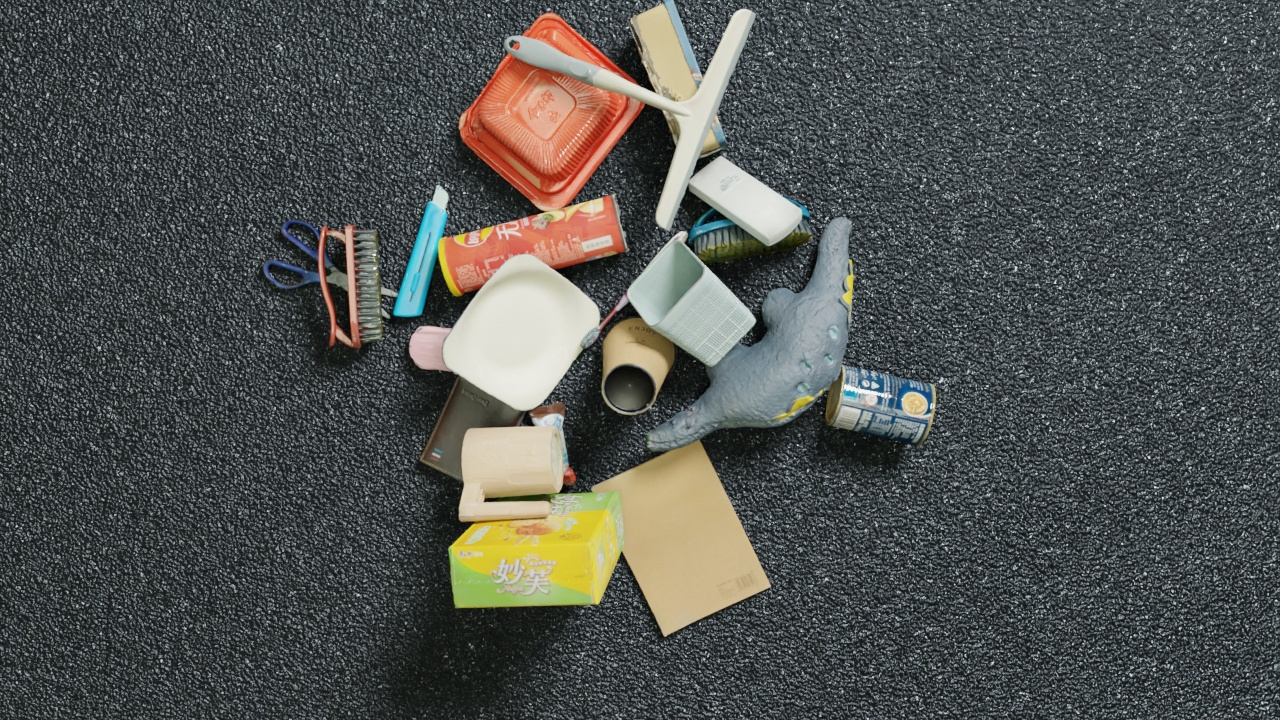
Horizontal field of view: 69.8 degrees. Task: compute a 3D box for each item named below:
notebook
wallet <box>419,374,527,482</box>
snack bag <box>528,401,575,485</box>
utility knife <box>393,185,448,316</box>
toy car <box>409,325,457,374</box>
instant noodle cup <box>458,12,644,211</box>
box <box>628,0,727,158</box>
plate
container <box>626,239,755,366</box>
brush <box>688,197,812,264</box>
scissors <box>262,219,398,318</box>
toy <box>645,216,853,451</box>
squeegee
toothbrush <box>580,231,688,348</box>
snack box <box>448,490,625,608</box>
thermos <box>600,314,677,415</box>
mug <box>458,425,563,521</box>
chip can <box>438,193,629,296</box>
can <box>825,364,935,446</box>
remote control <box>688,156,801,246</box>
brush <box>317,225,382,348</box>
[{"bbox_3d":[0.051,0.221,1.142,0.149,0.012,0.211,-26,95,4],"label":"notebook"},{"bbox_3d":[-0.206,0.090,1.135,0.096,0.020,0.122,26,95,0],"label":"wallet"},{"bbox_3d":[-0.107,0.105,1.127,0.045,0.026,0.105,-9,95,7],"label":"snack bag"},{"bbox_3d":[-0.262,-0.130,1.110,0.034,0.018,0.166,17,96,0],"label":"utility knife"},{"bbox_3d":[-0.221,-0.011,1.114,0.122,0.037,0.056,5,95,3],"label":"toy car"},{"bbox_3d":[-0.108,-0.285,1.055,0.164,0.079,0.189,39,99,-1],"label":"instant noodle cup"},{"bbox_3d":[0.041,-0.319,1.038,0.059,0.089,0.184,-19,99,9],"label":"box"},{"bbox_3d":[-0.142,-0.035,1.079,0.164,0.034,0.163,38,90,-39],"label":"plate"},{"bbox_3d":[0.062,-0.061,1.047,0.090,0.090,0.111,-46,127,10],"label":"container"},{"bbox_3d":[0.126,-0.158,1.073,0.144,0.055,0.073,-11,73,4],"label":"brush"},{"bbox_3d":[-0.383,-0.098,1.123,0.147,0.012,0.169,-29,96,4],"label":"scissors"},{"bbox_3d":[0.156,-0.001,1.071,0.138,0.091,0.356,44,93,12],"label":"toy"},{"bbox_3d":[-0.036,-0.300,0.985,0.246,0.039,0.247,23,101,2],"label":"squeegee"},{"bbox_3d":[-0.008,-0.084,1.098,0.016,0.017,0.187,42,92,-6],"label":"toothbrush"},{"bbox_3d":[-0.110,0.209,1.042,0.158,0.210,0.070,-4,97,8],"label":"snack box"},{"bbox_3d":[-0.006,0.006,1.059,0.093,0.143,0.093,2,110,5],"label":"thermos"},{"bbox_3d":[-0.149,0.132,1.063,0.103,0.124,0.084,-4,132,6],"label":"mug"},{"bbox_3d":[-0.125,-0.135,1.076,0.217,0.073,0.073,-14,96,5],"label":"chip can"},{"bbox_3d":[0.279,0.052,1.079,0.111,0.075,0.075,13,97,1],"label":"can"},{"bbox_3d":[0.119,-0.182,1.046,0.056,0.019,0.135,-41,60,-16],"label":"remote control"},{"bbox_3d":[-0.343,-0.087,1.088,0.069,0.063,0.146,-3,100,-12],"label":"brush"}]
